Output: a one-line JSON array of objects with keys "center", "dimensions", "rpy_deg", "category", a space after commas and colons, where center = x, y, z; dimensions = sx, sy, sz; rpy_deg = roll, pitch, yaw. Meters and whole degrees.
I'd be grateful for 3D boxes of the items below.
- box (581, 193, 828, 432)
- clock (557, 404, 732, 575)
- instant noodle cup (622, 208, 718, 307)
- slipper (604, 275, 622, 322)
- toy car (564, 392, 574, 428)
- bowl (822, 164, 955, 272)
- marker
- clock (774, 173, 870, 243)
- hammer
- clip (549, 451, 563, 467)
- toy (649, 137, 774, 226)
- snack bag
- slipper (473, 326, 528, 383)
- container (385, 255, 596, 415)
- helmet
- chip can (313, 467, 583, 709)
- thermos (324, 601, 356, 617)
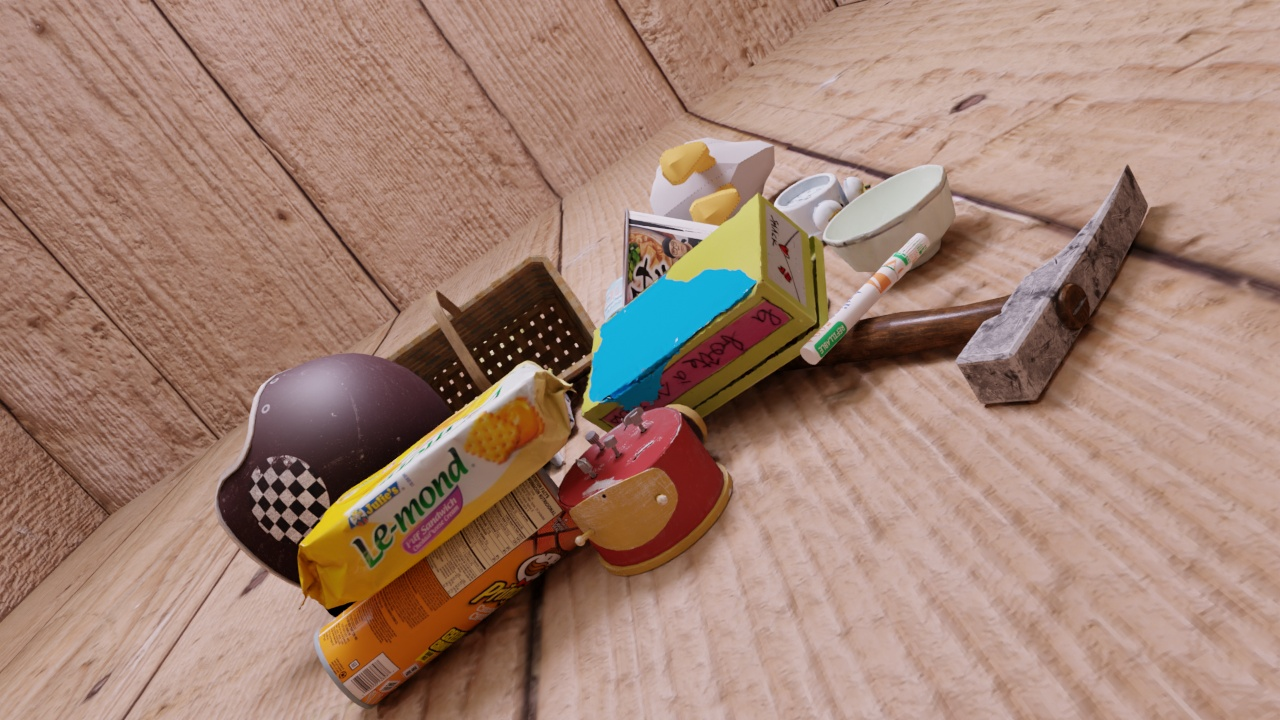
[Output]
[{"center": [0.049, -0.024, 0.779], "dimensions": [0.222, 0.082, 0.124], "rpy_deg": [-40, 29, 34], "category": "box"}, {"center": [-0.002, 0.080, 0.694], "dimensions": [0.117, 0.081, 0.158], "rpy_deg": [-29, 18, 20], "category": "clock"}, {"center": [0.043, -0.100, 0.992], "dimensions": [0.122, 0.124, 0.123], "rpy_deg": [1, 19, -2], "category": "instant noodle cup"}, {"center": [0.003, -0.081, 1.133], "dimensions": [0.104, 0.074, 0.244], "rpy_deg": [-29, 17, 24], "category": "slipper"}, {"center": [-0.092, 0.063, 1.006], "dimensions": [0.039, 0.027, 0.089], "rpy_deg": [-39, 22, 8], "category": "toy car"}, {"center": [0.227, -0.116, 0.814], "dimensions": [0.117, 0.061, 0.117], "rpy_deg": [-32, 17, 11], "category": "bowl"}, {"center": [0.172, -0.049, 0.695], "dimensions": [0.145, 0.017, 0.017], "rpy_deg": [-43, 18, -21], "category": "marker"}, {"center": [0.202, -0.166, 1.009], "dimensions": [0.083, 0.057, 0.118], "rpy_deg": [-45, 26, -28], "category": "clock"}, {"center": [0.208, -0.042, 0.700], "dimensions": [0.217, 0.037, 0.301], "rpy_deg": [-45, 19, -29], "category": "hammer"}, {"center": [-0.122, 0.089, 0.949], "dimensions": [0.056, 0.046, 0.101], "rpy_deg": [-44, 36, 0], "category": "clip"}, {"center": [0.084, -0.227, 1.281], "dimensions": [0.247, 0.141, 0.267], "rpy_deg": [-34, 0, 1], "category": "toy"}, {"center": [-0.153, 0.091, 0.719], "dimensions": [0.247, 0.068, 0.159], "rpy_deg": [-37, 9, -4], "category": "snack bag"}, {"center": [-0.179, 0.018, 1.224], "dimensions": [0.091, 0.082, 0.190], "rpy_deg": [-26, 43, -1], "category": "slipper"}, {"center": [-0.176, -0.001, 1.053], "dimensions": [0.250, 0.157, 0.186], "rpy_deg": [-35, -14, 2], "category": "container"}, {"center": [-0.306, 0.112, 0.944], "dimensions": [0.254, 0.234, 0.233], "rpy_deg": [-44, -13, 17], "category": "helmet"}, {"center": [-0.146, 0.176, 0.727], "dimensions": [0.215, 0.075, 0.075], "rpy_deg": [-38, 17, -6], "category": "chip can"}, {"center": [-0.195, 0.169, 0.821], "dimensions": [0.198, 0.086, 0.086], "rpy_deg": [-37, 17, -4], "category": "thermos"}]
